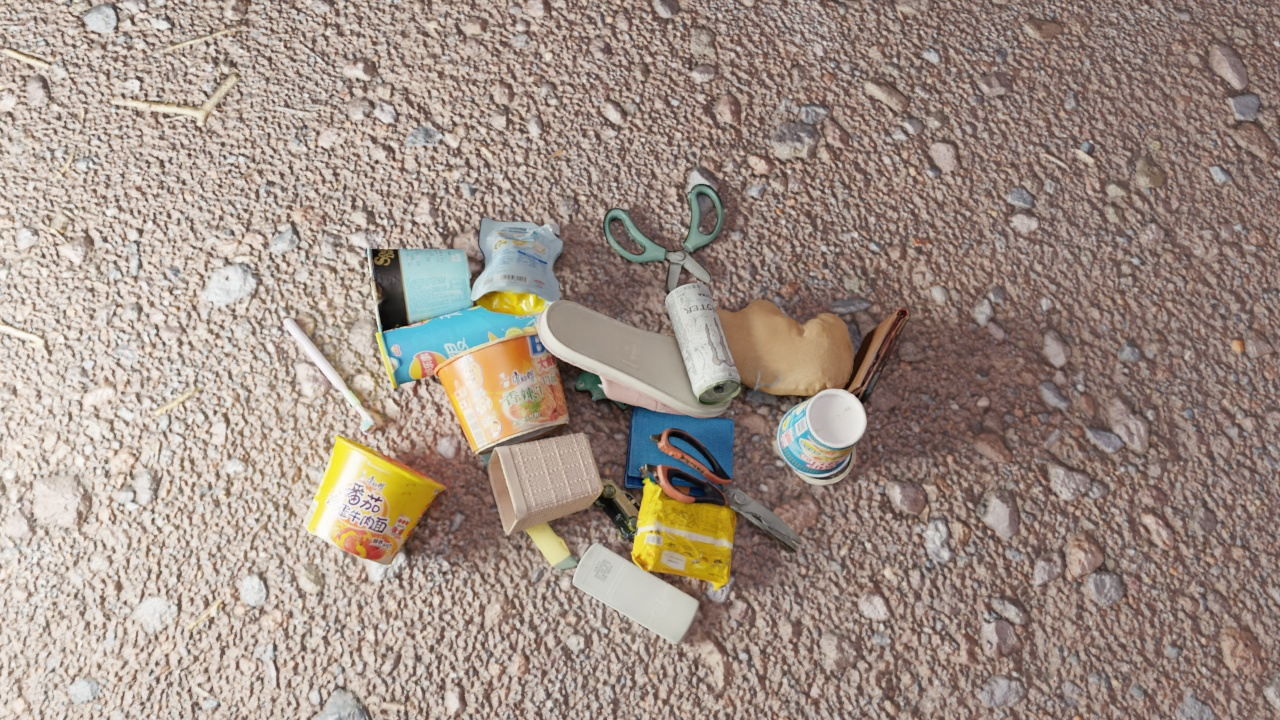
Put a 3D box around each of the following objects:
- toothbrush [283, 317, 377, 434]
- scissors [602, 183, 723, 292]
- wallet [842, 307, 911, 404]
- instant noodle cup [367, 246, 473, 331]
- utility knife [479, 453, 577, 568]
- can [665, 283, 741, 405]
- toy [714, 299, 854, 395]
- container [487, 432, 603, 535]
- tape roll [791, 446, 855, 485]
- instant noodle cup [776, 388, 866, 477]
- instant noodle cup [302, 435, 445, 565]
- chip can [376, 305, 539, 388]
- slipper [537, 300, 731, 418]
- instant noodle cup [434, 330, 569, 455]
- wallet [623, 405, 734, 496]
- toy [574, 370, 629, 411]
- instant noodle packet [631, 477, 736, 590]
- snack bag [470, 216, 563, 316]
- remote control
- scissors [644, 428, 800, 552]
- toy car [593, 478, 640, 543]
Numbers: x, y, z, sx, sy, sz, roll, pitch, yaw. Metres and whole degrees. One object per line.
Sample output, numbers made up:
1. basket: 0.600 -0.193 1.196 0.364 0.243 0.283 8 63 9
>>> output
1. toothbrush: -0.393 0.017 1.154 0.189 0.029 0.021 48 36 13
2. scissors: 0.046 -0.180 1.240 0.170 0.019 0.179 36 73 10
3. wallet: 0.291 0.001 1.151 0.032 0.101 0.124 29 73 4
4. instant noodle cup: -0.275 -0.094 1.154 0.120 0.111 0.111 -7 73 -14
5. utility knife: -0.150 0.165 1.118 0.031 0.022 0.219 -34 83 -17
6. can: 0.076 -0.021 1.123 0.058 0.058 0.146 -13 61 -7
7. toy: 0.159 -0.019 1.163 0.226 0.083 0.143 12 43 2
8. container: -0.112 0.143 1.083 0.110 0.090 0.089 -12 70 -21
9. tape roll: 0.228 0.114 1.157 0.086 0.014 0.085 1 72 -3
10. instant noodle cup: 0.221 0.081 1.101 0.099 0.110 0.099 1 72 -2
11. instant noodle cup: -0.311 0.164 1.056 0.138 0.138 0.109 24 80 5
12. chip can: -0.215 -0.030 1.141 0.210 0.071 0.071 -17 74 -13
13. slipper: -0.007 0.006 1.118 0.274 0.055 0.114 21 46 -26
14. instant noodle cup: -0.158 0.042 1.096 0.151 0.151 0.111 -18 82 -9
15. wallet: 0.049 0.115 1.134 0.133 0.040 0.106 8 71 -9
16. toy: -0.040 0.016 1.168 0.096 0.030 0.091 42 79 2
17. instant noodle packet: 0.051 0.206 1.084 0.128 0.044 0.110 19 64 -23
18. snack bag: -0.155 -0.126 1.163 0.110 0.039 0.190 -3 39 -1
19. remote control: -0.006 0.276 1.089 0.150 0.021 0.058 29 73 6
20. scissors: 0.098 0.167 1.090 0.192 0.015 0.206 -10 66 -37
21. toy car: -0.022 0.180 1.109 0.090 0.042 0.035 48 54 7
